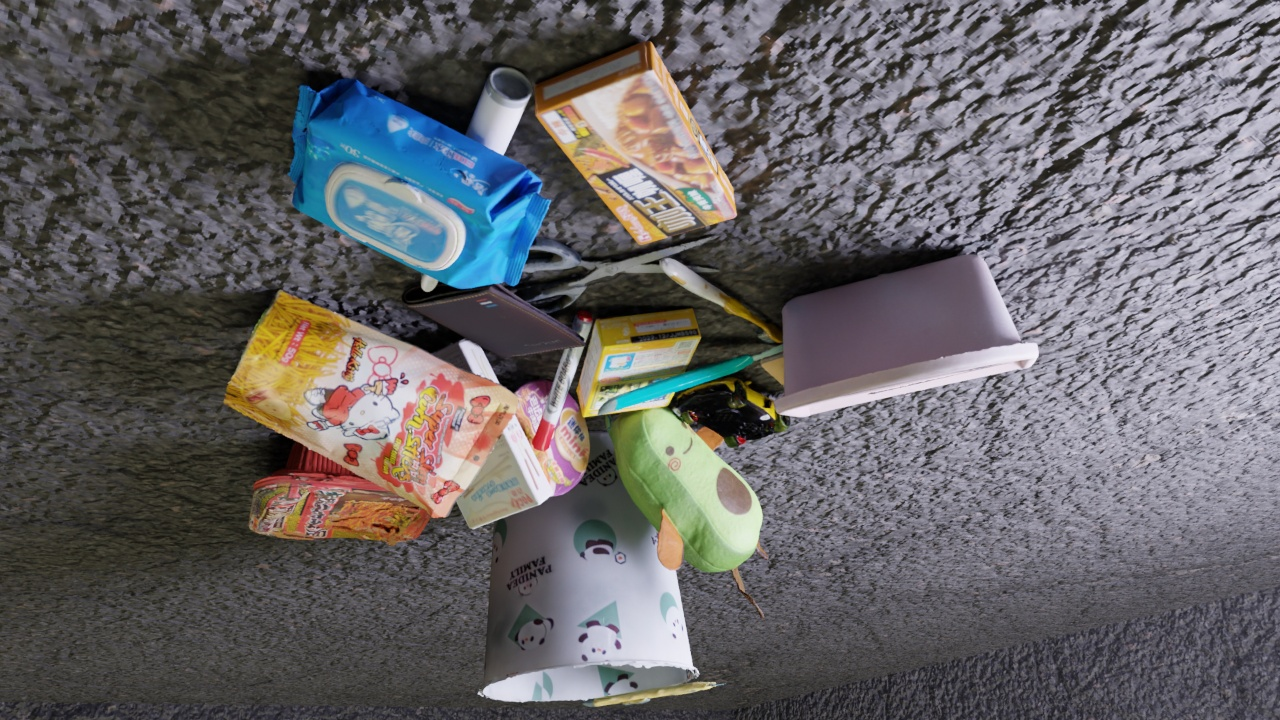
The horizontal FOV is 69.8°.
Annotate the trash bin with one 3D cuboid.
[{"bbox_3d":[-0.062,0.228,1.009,0.229,0.251,0.230,-4,153,-2],"label":"trash bin"}]

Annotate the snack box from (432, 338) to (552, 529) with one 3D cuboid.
[{"bbox_3d":[-0.147,0.064,0.805,0.085,0.157,0.026,-23,-175,30],"label":"snack box"}]

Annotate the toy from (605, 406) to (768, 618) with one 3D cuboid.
[{"bbox_3d":[0.056,0.136,0.915,0.090,0.226,0.247,-36,103,27],"label":"toy"}]

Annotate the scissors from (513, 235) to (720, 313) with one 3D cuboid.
[{"bbox_3d":[-0.030,-0.069,0.705,0.174,0.014,0.160,17,145,-38],"label":"scissors"}]

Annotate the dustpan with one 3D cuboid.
[{"bbox_3d":[0.221,0.024,0.776,0.223,0.138,0.273,-16,144,19],"label":"dustpan"}]

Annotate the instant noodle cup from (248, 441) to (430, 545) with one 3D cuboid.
[{"bbox_3d":[-0.316,0.141,0.985,0.188,0.079,0.165,9,150,-23],"label":"instant noodle cup"}]

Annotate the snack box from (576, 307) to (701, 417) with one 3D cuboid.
[{"bbox_3d":[-0.005,0.005,0.818,0.087,0.033,0.141,-7,152,-15],"label":"snack box"}]

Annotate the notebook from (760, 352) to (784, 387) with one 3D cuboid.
[{"bbox_3d":[0.238,-0.002,0.885,0.208,0.008,0.147,-19,149,25],"label":"notebook"}]

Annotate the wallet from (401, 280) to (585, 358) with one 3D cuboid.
[{"bbox_3d":[-0.115,-0.032,0.734,0.096,0.020,0.122,-3,159,33],"label":"wallet"}]

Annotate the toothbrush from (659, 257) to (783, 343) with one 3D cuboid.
[{"bbox_3d":[0.069,-0.046,0.757,0.018,0.016,0.191,-17,154,33],"label":"toothbrush"}]

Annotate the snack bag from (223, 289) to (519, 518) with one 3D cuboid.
[{"bbox_3d":[-0.218,0.036,0.742,0.208,0.073,0.129,29,101,-15],"label":"snack bag"}]

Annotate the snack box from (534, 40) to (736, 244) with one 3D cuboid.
[{"bbox_3d":[0.002,-0.130,0.579,0.075,0.026,0.153,-15,151,19],"label":"snack box"}]

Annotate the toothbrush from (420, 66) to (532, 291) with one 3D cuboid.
[{"bbox_3d":[-0.118,-0.106,0.605,0.026,0.026,0.222,-1,153,-27],"label":"toothbrush"}]

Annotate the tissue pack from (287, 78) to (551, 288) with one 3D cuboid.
[{"bbox_3d":[-0.135,-0.099,0.551,0.157,0.052,0.095,25,145,-11],"label":"tissue pack"}]

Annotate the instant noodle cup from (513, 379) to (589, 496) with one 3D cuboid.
[{"bbox_3d":[-0.122,0.081,0.887,0.099,0.111,0.111,-15,153,38],"label":"instant noodle cup"}]

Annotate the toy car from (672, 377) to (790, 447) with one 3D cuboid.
[{"bbox_3d":[0.093,0.048,0.919,0.071,0.041,0.155,-22,150,29],"label":"toy car"}]

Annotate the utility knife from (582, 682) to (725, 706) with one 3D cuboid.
[{"bbox_3d":[0.015,0.360,0.996,0.165,0.018,0.031,-19,158,15],"label":"utility knife"}]

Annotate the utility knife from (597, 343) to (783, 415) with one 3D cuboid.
[{"bbox_3d":[0.057,0.012,0.819,0.205,0.013,0.029,-17,156,-17],"label":"utility knife"}]

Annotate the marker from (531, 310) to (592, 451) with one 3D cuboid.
[{"bbox_3d":[-0.069,0.020,0.799,0.017,0.017,0.145,7,124,-23],"label":"marker"}]
